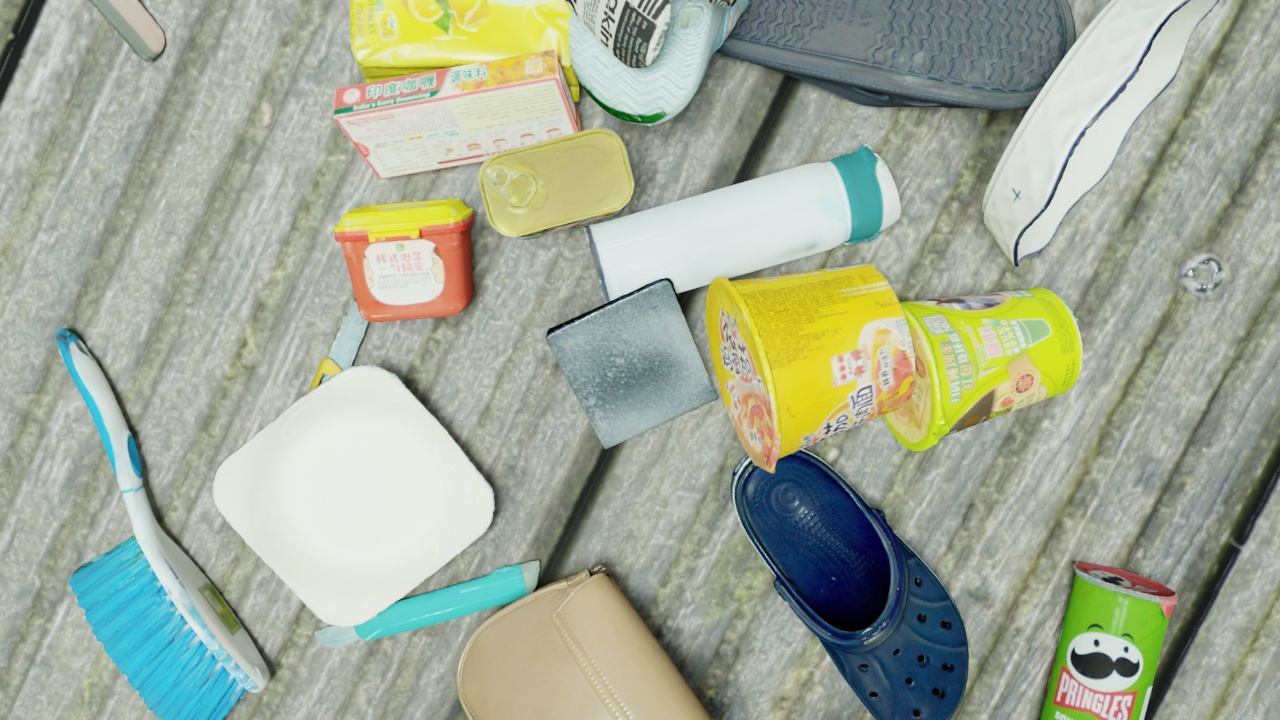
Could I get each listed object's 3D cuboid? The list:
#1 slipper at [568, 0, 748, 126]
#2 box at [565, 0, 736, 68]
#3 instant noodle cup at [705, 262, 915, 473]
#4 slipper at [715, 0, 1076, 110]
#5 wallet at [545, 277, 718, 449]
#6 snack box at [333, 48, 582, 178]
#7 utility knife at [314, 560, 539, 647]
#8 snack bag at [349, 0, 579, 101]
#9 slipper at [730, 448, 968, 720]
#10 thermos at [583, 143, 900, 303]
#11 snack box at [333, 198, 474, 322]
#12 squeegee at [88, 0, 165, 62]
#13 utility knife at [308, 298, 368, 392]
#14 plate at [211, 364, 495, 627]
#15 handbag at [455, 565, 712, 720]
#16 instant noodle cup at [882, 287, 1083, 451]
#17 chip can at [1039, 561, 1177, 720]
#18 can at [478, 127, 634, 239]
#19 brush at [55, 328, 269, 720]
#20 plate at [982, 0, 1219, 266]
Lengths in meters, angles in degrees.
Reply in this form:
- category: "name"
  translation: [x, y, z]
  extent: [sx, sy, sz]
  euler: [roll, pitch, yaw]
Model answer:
- category: "slipper"
  translation: [0.027, -0.268, 0.628]
  extent: [0.104, 0.074, 0.245]
  euler: [14, 77, 24]
- category: "box"
  translation: [-0.007, -0.258, 0.570]
  extent: [0.086, 0.076, 0.162]
  euler: [-20, 62, -25]
- category: "instant noodle cup"
  translation: [0.119, -0.004, 0.648]
  extent: [0.109, 0.138, 0.138]
  euler: [-14, 95, -9]
- category: "slipper"
  translation: [0.168, -0.240, 0.657]
  extent: [0.268, 0.083, 0.110]
  euler: [16, 92, 16]
- category: "wallet"
  translation: [-0.004, 0.004, 0.671]
  extent: [0.097, 0.019, 0.121]
  euler: [-25, 128, 0]
- category: "snack box"
  translation: [-0.124, -0.169, 0.641]
  extent: [0.156, 0.077, 0.027]
  euler: [-8, 68, 6]
- category: "utility knife"
  translation: [-0.164, 0.191, 0.712]
  extent: [0.182, 0.013, 0.029]
  euler: [-16, 92, -1]
- category: "snack bag"
  translation: [-0.120, -0.309, 0.643]
  extent: [0.158, 0.068, 0.246]
  euler: [0, 95, -1]
- category: "slipper"
  translation: [0.163, 0.167, 0.679]
  extent: [0.105, 0.095, 0.253]
  euler: [-36, 91, 4]
- category: "thermos"
  translation: [0.076, -0.094, 0.668]
  extent: [0.224, 0.073, 0.073]
  euler: [-16, 95, 0]
- category: "snack box"
  translation: [-0.165, -0.071, 0.658]
  extent: [0.091, 0.082, 0.080]
  euler: [-4, 105, 0]
- category: "squeegee"
  translation: [-0.342, -0.388, 0.647]
  extent: [0.249, 0.040, 0.247]
  euler: [-39, 110, -3]
- category: "utility knife"
  translation: [-0.251, 0.048, 0.697]
  extent: [0.033, 0.015, 0.202]
  euler: [23, 94, -6]
- category: "plate"
  translation: [-0.210, 0.098, 0.684]
  extent: [0.163, 0.034, 0.164]
  euler: [-37, 104, -2]
- category: "handbag"
  translation: [-0.032, 0.258, 0.661]
  extent: [0.148, 0.099, 0.204]
  euler: [-42, 66, 7]
- category: "instant noodle cup"
  translation: [0.242, -0.003, 0.662]
  extent: [0.123, 0.112, 0.111]
  euler: [-13, 95, -8]
- category: "chip can"
  translation: [0.344, 0.279, 0.701]
  extent: [0.072, 0.072, 0.236]
  euler: [11, 95, -2]
- category: "can"
  translation: [-0.057, -0.122, 0.653]
  extent: [0.102, 0.083, 0.057]
  euler: [-15, 94, 0]
- category: "brush"
  translation: [-0.380, 0.132, 0.687]
  extent: [0.109, 0.060, 0.314]
  euler: [-36, 92, -4]
- category: "plate"
  translation: [0.298, -0.160, 0.610]
  extent: [0.045, 0.204, 0.205]
  euler: [38, 93, 22]
